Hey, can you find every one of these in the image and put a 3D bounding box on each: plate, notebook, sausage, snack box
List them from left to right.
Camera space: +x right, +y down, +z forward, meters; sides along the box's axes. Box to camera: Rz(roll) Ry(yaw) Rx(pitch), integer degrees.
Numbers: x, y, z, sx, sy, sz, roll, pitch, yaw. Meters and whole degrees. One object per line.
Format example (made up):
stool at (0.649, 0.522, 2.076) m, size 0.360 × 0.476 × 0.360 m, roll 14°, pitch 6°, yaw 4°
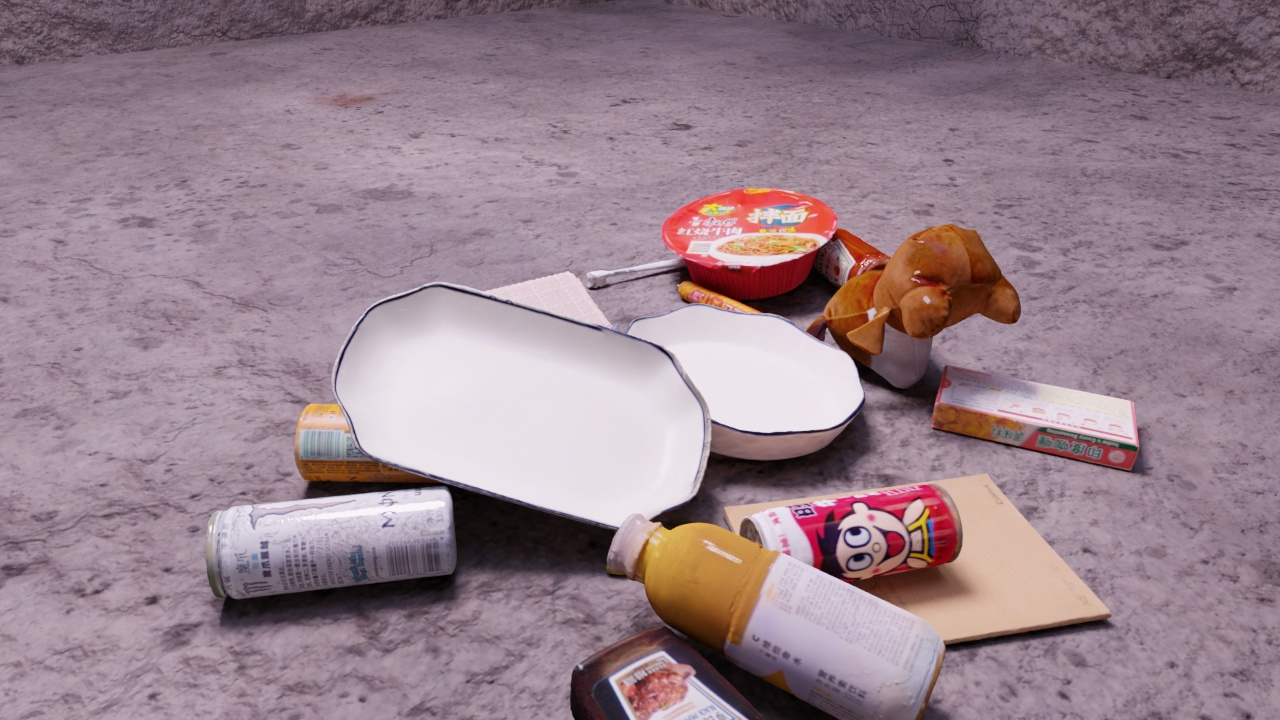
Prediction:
plate at (-0.081, 0.035, 0.652) m, size 0.265 × 0.034 × 0.161 m, roll 16°, pitch 52°, yaw -5°
sausage at (0.096, -0.051, 0.947) m, size 0.021 × 0.021 × 0.165 m, roll -22°, pitch 36°, yaw -36°
plate at (0.083, 0.017, 0.776) m, size 0.205 × 0.046 × 0.204 m, roll 7°, pitch 30°, yaw -5°
notebook at (0.178, 0.135, 0.620) m, size 0.211 × 0.012 × 0.149 m, roll -5°, pitch 29°, yaw -11°
snack box at (0.332, 0.045, 0.776) m, size 0.156 × 0.027 × 0.076 m, roll 12°, pitch 30°, yaw 19°

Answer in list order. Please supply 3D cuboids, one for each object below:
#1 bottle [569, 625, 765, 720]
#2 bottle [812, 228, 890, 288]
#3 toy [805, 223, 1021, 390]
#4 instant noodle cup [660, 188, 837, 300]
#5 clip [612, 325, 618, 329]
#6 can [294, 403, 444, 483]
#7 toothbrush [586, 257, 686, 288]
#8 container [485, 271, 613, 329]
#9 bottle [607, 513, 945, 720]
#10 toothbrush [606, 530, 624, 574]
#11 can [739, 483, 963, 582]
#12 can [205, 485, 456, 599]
bottle at (0.043, 0.209, 0.443) m, size 0.079 × 0.044 × 0.195 m, roll -15°, pitch 33°, yaw -33°
bottle at (0.217, -0.128, 1.059) m, size 0.059 × 0.060 × 0.206 m, roll -9°, pitch 30°, yaw -19°
toy at (0.237, -0.039, 0.820) m, size 0.140 × 0.130 × 0.200 m, roll -6°, pitch -5°, yaw -24°
instant noodle cup at (0.120, -0.125, 1.020) m, size 0.194 × 0.066 × 0.193 m, roll -5°, pitch 33°, yaw 3°
clip at (-0.049, -0.022, 0.893) m, size 0.058 × 0.045 × 0.027 m, roll 11°, pitch 30°, yaw 27°
can at (-0.178, 0.062, 0.686) m, size 0.146 × 0.058 × 0.058 m, roll 1°, pitch 29°, yaw -1°
toothbrush at (0.018, -0.105, 1.053) m, size 0.179 × 0.016 × 0.016 m, roll -13°, pitch 37°, yaw -30°
container at (-0.090, -0.011, 0.764) m, size 0.110 × 0.090 × 0.090 m, roll -20°, pitch 55°, yaw -25°
bottle at (0.071, 0.142, 0.517) m, size 0.190 × 0.068 × 0.067 m, roll 23°, pitch 34°, yaw 19°
toothbrush at (-0.004, 0.091, 0.685) m, size 0.016 × 0.017 × 0.189 m, roll 5°, pitch 29°, yaw 6°
can at (0.134, 0.114, 0.588) m, size 0.132 × 0.053 × 0.053 m, roll -7°, pitch 30°, yaw -13°
can at (-0.193, 0.116, 0.586) m, size 0.146 × 0.058 × 0.058 m, roll -4°, pitch 29°, yaw -11°
